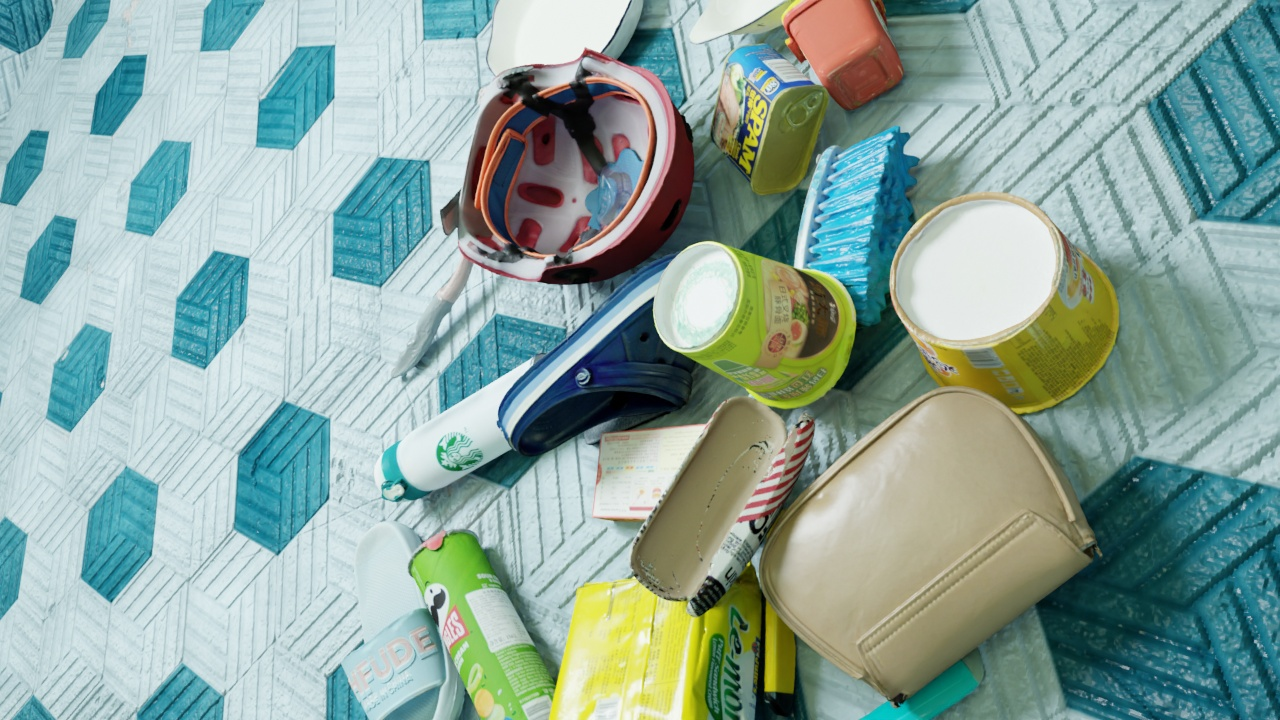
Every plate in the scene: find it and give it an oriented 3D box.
[{"bbox_3d":[-0.080,-0.379,1.014,0.205,0.045,0.204,-12,67,31],"label":"plate"},{"bbox_3d":[0.129,-0.349,0.835,0.165,0.034,0.163,-8,48,47],"label":"plate"}]

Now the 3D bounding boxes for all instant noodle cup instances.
[{"bbox_3d":[0.239,-0.043,0.623,0.138,0.109,0.137,-14,65,32],"label":"instant noodle cup"},{"bbox_3d":[0.077,-0.030,0.667,0.112,0.123,0.111,-16,67,41],"label":"instant noodle cup"}]

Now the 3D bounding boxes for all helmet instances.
[{"bbox_3d":[-0.041,-0.163,0.844,0.240,0.143,0.207,4,82,32],"label":"helmet"}]

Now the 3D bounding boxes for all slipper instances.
[{"bbox_3d":[-0.005,0.004,0.759,0.253,0.105,0.095,-35,66,3],"label":"slipper"},{"bbox_3d":[-0.235,0.261,0.870,0.104,0.074,0.245,-36,55,19],"label":"slipper"}]

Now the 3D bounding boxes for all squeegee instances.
[{"bbox_3d":[-0.209,-0.077,0.974,0.250,0.040,0.247,-61,9,24],"label":"squeegee"}]

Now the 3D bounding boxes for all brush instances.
[{"bbox_3d":[0.139,-0.031,0.731,0.110,0.060,0.314,5,79,42],"label":"brush"}]

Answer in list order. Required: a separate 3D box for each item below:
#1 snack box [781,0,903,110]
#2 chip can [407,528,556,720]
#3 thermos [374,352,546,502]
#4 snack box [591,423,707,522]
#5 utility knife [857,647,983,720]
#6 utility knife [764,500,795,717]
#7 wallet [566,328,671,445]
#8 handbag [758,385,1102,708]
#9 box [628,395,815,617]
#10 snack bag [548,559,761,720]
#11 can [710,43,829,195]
[{"bbox_3d":[0.171,-0.263,0.767,0.082,0.091,0.080,-28,66,24],"label":"snack box"},{"bbox_3d":[-0.127,0.255,0.797,0.072,0.072,0.236,-48,53,11],"label":"chip can"},{"bbox_3d":[-0.167,0.074,0.893,0.225,0.073,0.073,-30,58,24],"label":"thermos"},{"bbox_3d":[0.022,0.094,0.757,0.156,0.027,0.077,-9,70,46],"label":"snack box"},{"bbox_3d":[0.152,0.246,0.607,0.182,0.013,0.029,-32,39,-1],"label":"utility knife"},{"bbox_3d":[0.105,0.162,0.695,0.015,0.033,0.201,-13,63,36],"label":"utility knife"},{"bbox_3d":[-0.021,0.009,0.847,0.097,0.019,0.120,-25,62,28],"label":"wallet"},{"bbox_3d":[0.187,0.121,0.612,0.205,0.099,0.147,-43,61,15],"label":"handbag"},{"bbox_3d":[0.056,0.098,0.653,0.086,0.075,0.162,26,77,21],"label":"box"},{"bbox_3d":[0.001,0.259,0.664,0.158,0.068,0.245,-17,44,31],"label":"snack bag"},{"bbox_3d":[0.107,-0.208,0.788,0.083,0.057,0.102,56,149,37],"label":"can"}]
